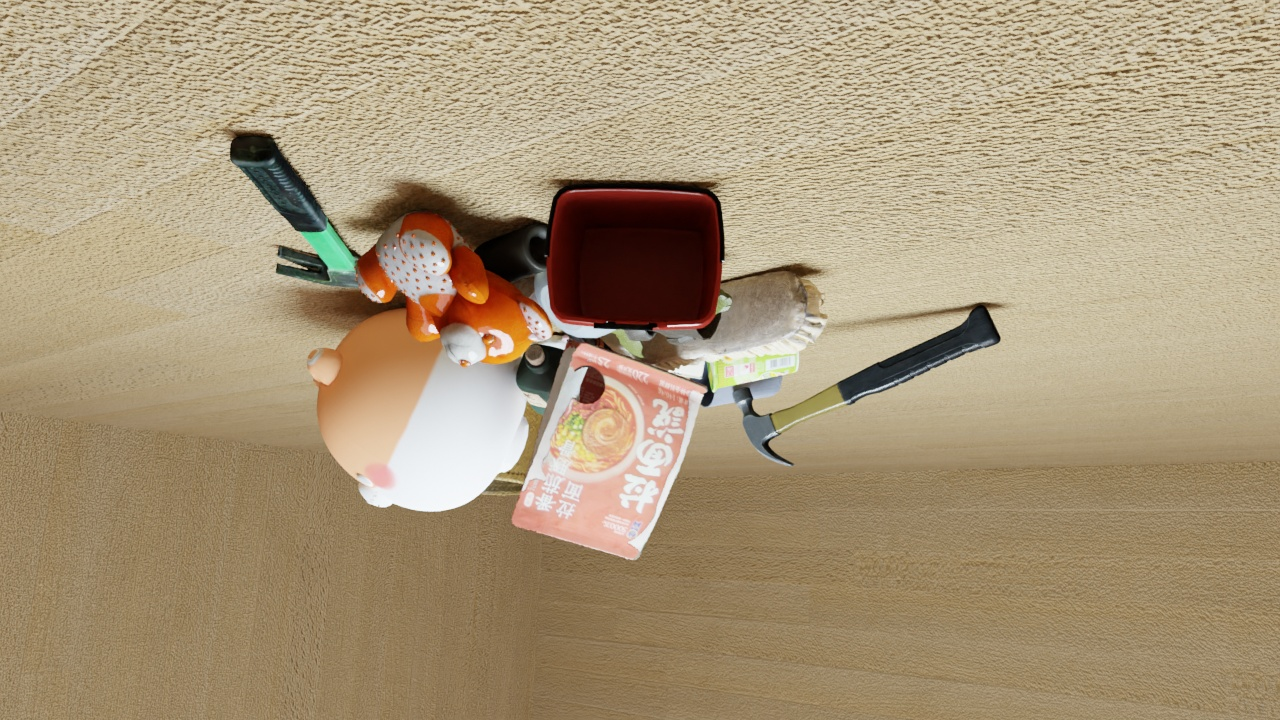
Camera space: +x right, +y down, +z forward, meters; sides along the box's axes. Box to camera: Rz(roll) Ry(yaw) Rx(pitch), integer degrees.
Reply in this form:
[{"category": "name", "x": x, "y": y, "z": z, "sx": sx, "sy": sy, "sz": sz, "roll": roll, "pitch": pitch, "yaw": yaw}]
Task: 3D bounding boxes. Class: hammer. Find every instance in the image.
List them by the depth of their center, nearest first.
[{"category": "hammer", "x": -0.305, "y": -0.125, "z": 0.847, "sx": 0.130, "sy": 0.032, "sz": 0.319, "roll": 4, "pitch": 167, "yaw": -3}, {"category": "hammer", "x": 0.273, "y": 0.030, "z": 1.126, "sx": 0.334, "sy": 0.117, "sz": 0.025, "roll": -27, "pitch": 161, "yaw": 26}, {"category": "hammer", "x": -0.060, "y": -0.006, "z": 1.144, "sx": 0.138, "sy": 0.034, "sz": 0.314, "roll": -3, "pitch": 150, "yaw": 33}]

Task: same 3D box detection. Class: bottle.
[{"category": "bottle", "x": -0.154, "y": -0.095, "z": 0.919, "sx": 0.045, "sy": 0.045, "sz": 0.185, "roll": 13, "pitch": 164, "yaw": -42}, {"category": "bottle", "x": -0.113, "y": 0.019, "z": 1.109, "sx": 0.061, "sy": 0.061, "sz": 0.131, "roll": 11, "pitch": 158, "yaw": 14}]

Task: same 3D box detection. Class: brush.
[{"category": "brush", "x": 0.088, "y": -0.040, "z": 1.040, "sx": 0.056, "sy": 0.083, "sz": 0.272, "roll": 13, "pitch": 163, "yaw": -41}]

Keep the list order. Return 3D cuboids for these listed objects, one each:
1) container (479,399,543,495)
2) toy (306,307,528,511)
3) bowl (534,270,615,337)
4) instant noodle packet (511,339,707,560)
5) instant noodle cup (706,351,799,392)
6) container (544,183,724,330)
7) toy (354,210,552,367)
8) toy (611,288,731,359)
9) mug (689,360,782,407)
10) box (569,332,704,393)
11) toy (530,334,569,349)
[{"category": "container", "x": -0.320, "y": 0.136, "z": 1.682, "sx": 0.307, "sy": 0.196, "sz": 0.307, "roll": 4, "pitch": 168, "yaw": 1}, {"category": "toy", "x": -0.282, "y": 0.059, "z": 1.166, "sx": 0.280, "sy": 0.265, "sz": 0.263, "roll": 23, "pitch": 166, "yaw": -12}, {"category": "bowl", "x": -0.066, "y": -0.063, "z": 0.906, "sx": 0.106, "sy": 0.039, "sz": 0.106, "roll": 27, "pitch": 141, "yaw": 23}, {"category": "instant noodle packet", "x": -0.040, "y": 0.104, "z": 1.052, "sx": 0.164, "sy": 0.221, "sz": 0.084, "roll": 21, "pitch": 178, "yaw": -19}, {"category": "instant noodle cup", "x": 0.138, "y": -0.014, "z": 1.148, "sx": 0.108, "sy": 0.099, "sz": 0.099, "roll": -5, "pitch": 168, "yaw": -1}, {"category": "container", "x": -0.005, "y": -0.082, "z": 0.760, "sx": 0.148, "sy": 0.127, "sz": 0.201, "roll": 2, "pitch": 178, "yaw": 3}, {"category": "toy", "x": -0.175, "y": -0.056, "z": 0.858, "sx": 0.172, "sy": 0.092, "sz": 0.164, "roll": 42, "pitch": 145, "yaw": -20}, {"category": "toy", "x": 0.015, "y": -0.065, "z": 0.939, "sx": 0.153, "sy": 0.078, "sz": 0.179, "roll": 1, "pitch": 143, "yaw": 31}, {"category": "mug", "x": 0.123, "y": 0.011, "z": 1.275, "sx": 0.104, "sy": 0.084, "sz": 0.124, "roll": -7, "pitch": -163, "yaw": -20}, {"category": "box", "x": -0.007, "y": 0.007, "z": 1.224, "sx": 0.184, "sy": 0.050, "sz": 0.144, "roll": 10, "pitch": 158, "yaw": 4}, {"category": "toy", "x": -0.120, "y": -0.015, "z": 1.304, "sx": 0.123, "sy": 0.038, "sz": 0.079, "roll": -13, "pitch": 151, "yaw": 37}]
